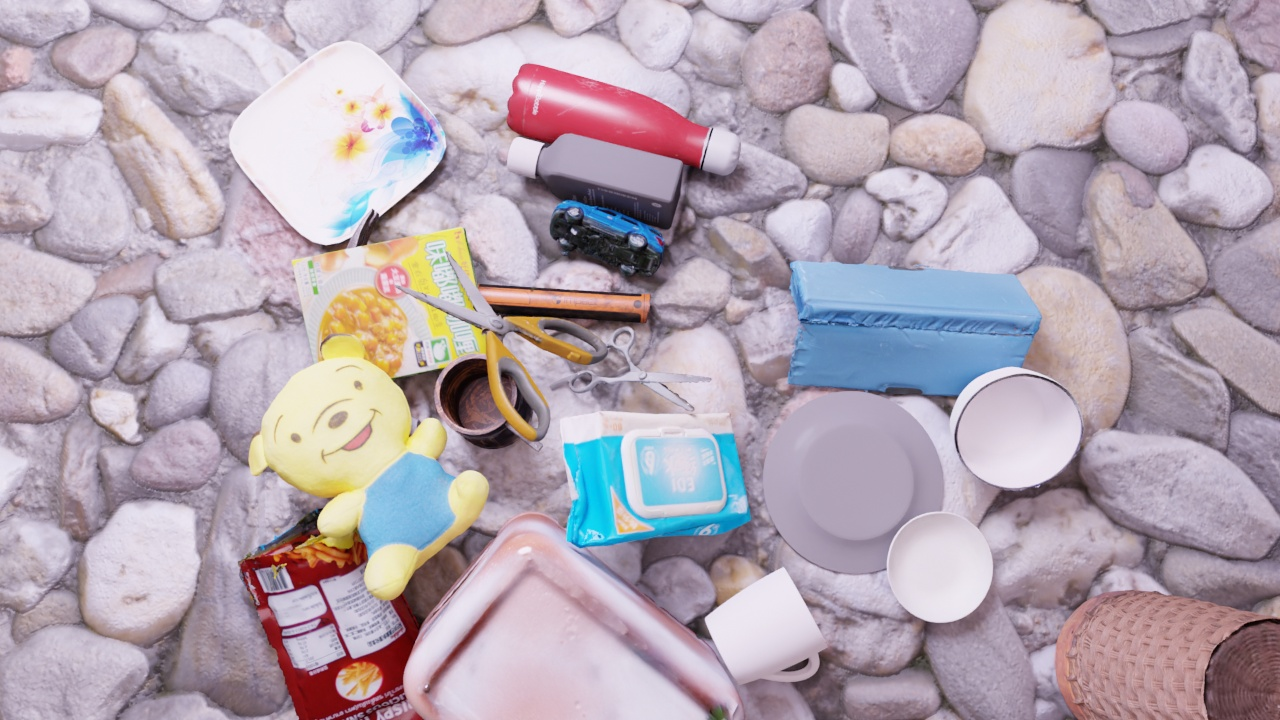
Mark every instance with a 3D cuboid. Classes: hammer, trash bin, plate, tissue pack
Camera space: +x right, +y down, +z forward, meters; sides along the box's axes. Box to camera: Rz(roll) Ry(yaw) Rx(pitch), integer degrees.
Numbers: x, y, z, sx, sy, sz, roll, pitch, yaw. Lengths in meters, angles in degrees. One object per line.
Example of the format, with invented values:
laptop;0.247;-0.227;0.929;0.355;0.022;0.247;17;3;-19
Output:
hammer;-0.146;-0.075;0.925;0.314;0.035;0.137;4;87;-1
trash bin;0.472;0.277;0.777;0.151;0.210;0.151;0;80;0
plate;0.210;0.118;0.901;0.178;0.012;0.178;0;83;-1
trash bin;-0.055;0.274;0.786;0.259;0.157;0.181;41;83;-3
tissue pack;0.012;0.105;0.834;0.209;0.066;0.117;3;73;-41
plate;0.283;0.197;0.881;0.104;0.026;0.104;0;85;-4
plate;-0.316;-0.228;0.965;0.187;0.016;0.187;-42;82;-7

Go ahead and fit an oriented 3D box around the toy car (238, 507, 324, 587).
toy car;-0.330;0.182;0.878;0.105;0.032;0.048;-35;98;-13

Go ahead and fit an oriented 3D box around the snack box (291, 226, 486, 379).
snack box;-0.240;-0.048;0.889;0.168;0.027;0.132;-12;90;-2

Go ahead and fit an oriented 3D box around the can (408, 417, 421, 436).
can;-0.257;0.091;0.888;0.096;0.054;0.054;-13;80;-3

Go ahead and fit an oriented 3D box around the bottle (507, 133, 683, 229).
bottle;-0.047;-0.187;0.925;0.174;0.084;0.046;15;80;4

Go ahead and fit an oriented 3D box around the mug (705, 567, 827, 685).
mug;0.121;0.262;0.854;0.087;0.081;0.114;-28;112;1

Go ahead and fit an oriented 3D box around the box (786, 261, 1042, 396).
box;0.263;-0.028;0.924;0.231;0.094;0.112;3;123;-1

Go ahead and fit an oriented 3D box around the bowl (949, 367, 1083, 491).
bowl;0.351;0.059;0.876;0.116;0.065;0.116;1;105;5

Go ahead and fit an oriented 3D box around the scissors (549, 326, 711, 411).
scissors;-0.012;0.023;0.889;0.147;0.014;0.141;-31;46;2

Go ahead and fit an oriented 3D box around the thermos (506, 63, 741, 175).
thermos;-0.014;-0.239;0.940;0.240;0.073;0.073;16;80;2

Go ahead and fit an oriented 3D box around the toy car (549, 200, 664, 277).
toy car;-0.033;-0.125;0.931;0.120;0.056;0.043;20;54;-2

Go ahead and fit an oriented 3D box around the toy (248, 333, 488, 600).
toy;-0.244;0.094;0.817;0.214;0.084;0.148;44;61;5

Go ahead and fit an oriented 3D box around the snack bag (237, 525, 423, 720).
snack bag;-0.272;0.256;0.844;0.138;0.067;0.208;-21;96;-10

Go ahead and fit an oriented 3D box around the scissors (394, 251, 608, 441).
scissors;-0.116;-0.013;0.830;0.225;0.016;0.228;19;37;-31

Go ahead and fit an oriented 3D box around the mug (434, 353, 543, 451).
mug;-0.133;0.050;0.868;0.116;0.107;0.080;38;81;6
